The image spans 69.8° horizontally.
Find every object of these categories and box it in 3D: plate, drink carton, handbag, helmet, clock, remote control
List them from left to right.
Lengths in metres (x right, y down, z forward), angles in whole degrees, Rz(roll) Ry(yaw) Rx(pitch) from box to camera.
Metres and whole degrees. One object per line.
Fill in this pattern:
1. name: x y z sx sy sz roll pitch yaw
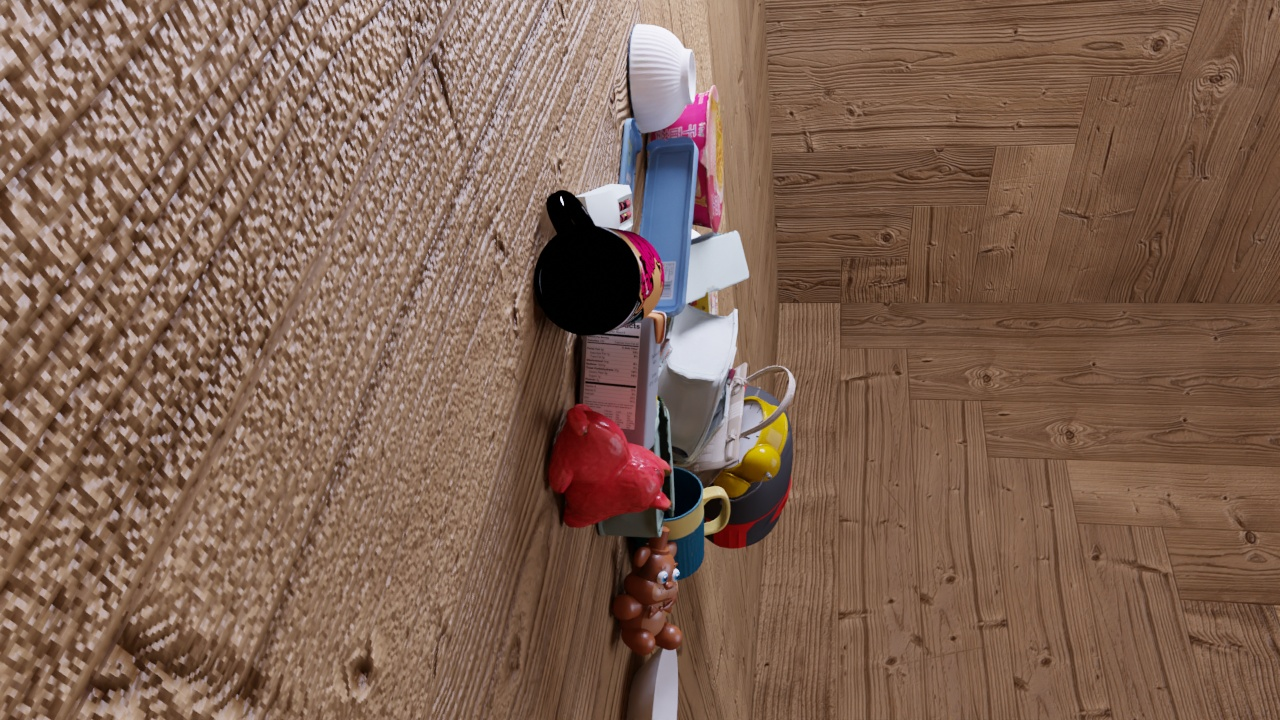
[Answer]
1. remote control: -0.030 -0.136 0.859 0.143 0.024 0.049 -53 142 -71
2. drink carton: -0.018 0.016 0.814 0.048 0.076 0.125 -31 126 -76
3. handbag: -0.002 0.105 0.910 0.106 0.067 0.122 -57 145 -71
4. plate: 0.011 0.412 1.066 0.174 0.036 0.174 2 89 -78
5. handbag: 0.062 0.024 1.114 0.198 0.096 0.142 -72 177 -59
6. handbag: 0.119 0.071 1.189 0.062 0.198 0.175 39 41 -27
7. helmet: 0.144 0.132 1.367 0.263 0.164 0.170 -73 161 -51
8. clock: 0.139 0.115 1.205 0.052 0.114 0.151 30 46 -24

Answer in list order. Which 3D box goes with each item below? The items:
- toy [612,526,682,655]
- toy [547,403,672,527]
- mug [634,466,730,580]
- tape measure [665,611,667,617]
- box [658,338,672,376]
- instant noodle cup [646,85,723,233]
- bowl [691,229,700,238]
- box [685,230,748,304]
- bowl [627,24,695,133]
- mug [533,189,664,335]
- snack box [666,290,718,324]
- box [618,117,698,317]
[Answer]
1. toy: 0.016 0.240 0.967 0.094 0.065 0.128 3 101 -52
2. toy: -0.023 0.075 0.744 0.133 0.094 0.088 75 21 -50
3. mug: 0.046 0.183 1.037 0.083 0.113 0.107 -116 -165 -53
4. tape measure: 0.017 0.277 1.082 0.064 0.037 0.066 -54 143 -69
5. box: -0.003 0.011 0.934 0.058 0.062 0.187 -45 -174 26
6. instant noodle cup: 0.056 -0.247 1.140 0.178 0.078 0.178 1 89 -79
7. bowl: 0.078 -0.143 1.332 0.110 0.040 0.110 2 89 -78
8. box: 0.065 -0.111 1.114 0.198 0.066 0.083 -28 129 -51
9. bowl: 0.028 -0.317 1.030 0.118 0.062 0.118 2 89 -78
10. mug: -0.038 -0.080 0.724 0.118 0.082 0.098 63 13 0
11. snack box: 0.070 -0.089 1.250 0.083 0.061 0.106 -69 157 -57
12. box: 0.017 -0.153 0.967 0.078 0.074 0.208 46 46 -67
